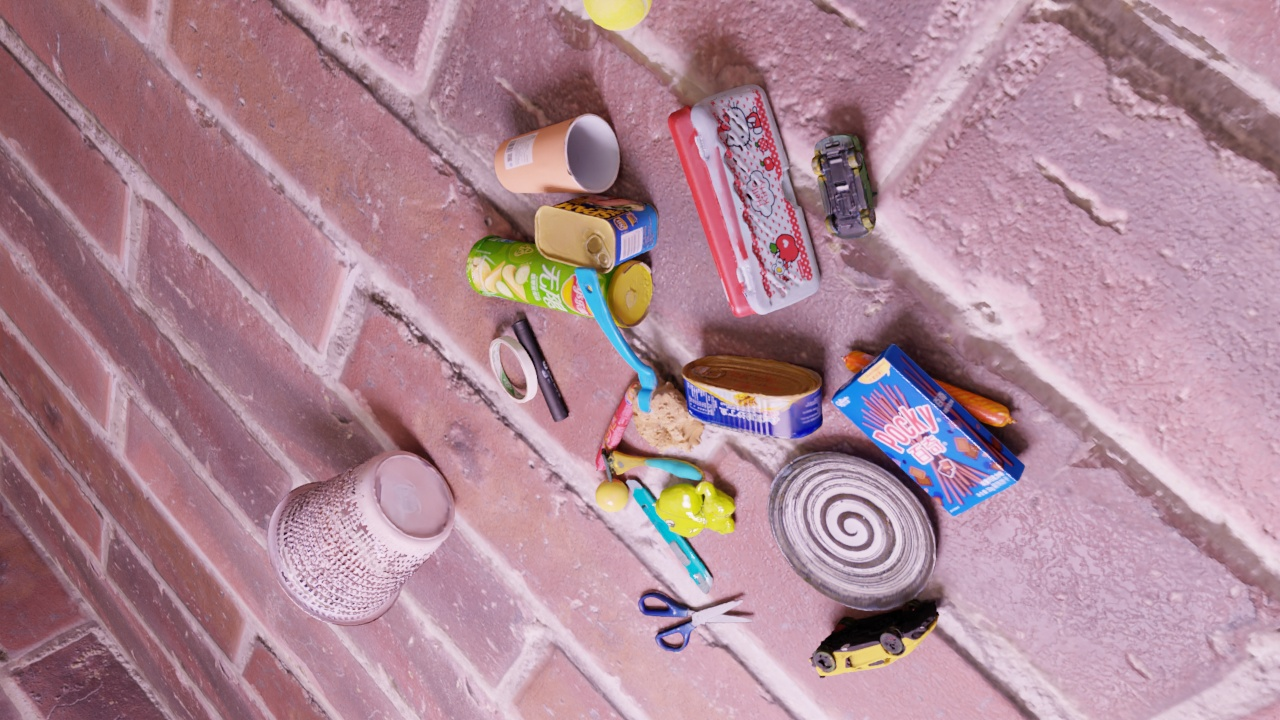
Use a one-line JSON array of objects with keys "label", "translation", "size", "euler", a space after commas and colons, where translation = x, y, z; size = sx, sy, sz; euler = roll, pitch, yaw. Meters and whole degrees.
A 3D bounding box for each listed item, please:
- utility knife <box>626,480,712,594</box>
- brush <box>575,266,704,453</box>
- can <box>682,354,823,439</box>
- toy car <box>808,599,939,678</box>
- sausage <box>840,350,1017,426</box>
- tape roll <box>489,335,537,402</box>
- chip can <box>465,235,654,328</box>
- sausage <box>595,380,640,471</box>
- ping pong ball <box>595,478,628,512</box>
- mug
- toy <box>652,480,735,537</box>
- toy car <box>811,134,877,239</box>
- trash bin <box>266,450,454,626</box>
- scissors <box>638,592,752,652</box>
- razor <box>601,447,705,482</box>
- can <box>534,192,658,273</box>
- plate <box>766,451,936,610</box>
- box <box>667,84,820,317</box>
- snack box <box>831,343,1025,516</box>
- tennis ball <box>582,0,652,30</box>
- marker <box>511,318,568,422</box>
[{"label": "utility knife", "translation": [0.034, 0.207, 1.086], "size": [0.164, 0.013, 0.029], "euler": [53, 129, 5]}, {"label": "brush", "translation": [-0.006, 0.006, 0.952], "size": [0.083, 0.045, 0.255], "euler": [10, 140, 42]}, {"label": "can", "translation": [0.110, 0.035, 0.910], "size": [0.148, 0.074, 0.049], "euler": [10, 119, 35]}, {"label": "toy car", "translation": [0.237, 0.284, 0.927], "size": [0.156, 0.071, 0.041], "euler": [-35, 86, 41]}, {"label": "sausage", "translation": [0.256, 0.025, 0.827], "size": [0.165, 0.021, 0.021], "euler": [24, 123, 28]}, {"label": "tape roll", "translation": [-0.157, 0.011, 1.129], "size": [0.086, 0.013, 0.086], "euler": [33, 136, 38]}, {"label": "chip can", "translation": [-0.095, -0.090, 1.010], "size": [0.222, 0.072, 0.073], "euler": [13, 118, 32]}, {"label": "sausage", "translation": [-0.026, 0.077, 1.069], "size": [0.020, 0.020, 0.156], "euler": [38, 128, 18]}, {"label": "ping pong ball", "translation": [-0.034, 0.162, 1.100], "size": [0.040, 0.040, 0.040], "euler": [16, 119, 31]}, {"label": "mug", "translation": [-0.092, -0.209, 0.955], "size": [0.123, 0.078, 0.078], "euler": [3, 112, 41]}, {"label": "toy", "translation": [0.061, 0.167, 1.034], "size": [0.100, 0.031, 0.097], "euler": [15, 130, 23]}, {"label": "toy car", "translation": [0.179, -0.151, 0.795], "size": [0.043, 0.036, 0.091], "euler": [-4, 107, 37]}, {"label": "trash bin", "translation": [-0.378, 0.234, 1.301], "size": [0.193, 0.226, 0.227], "euler": [-36, 86, 29]}, {"label": "scissors", "translation": [0.068, 0.320, 1.112], "size": [0.171, 0.012, 0.141], "euler": [15, 120, 33]}, {"label": "razor", "translation": [0.016, 0.123, 1.050], "size": [0.133, 0.028, 0.043], "euler": [2, 118, 30]}, {"label": "can", "translation": [-0.044, -0.135, 0.943], "size": [0.102, 0.083, 0.057], "euler": [18, 120, 30]}, {"label": "plate", "translation": [0.212, 0.169, 0.927], "size": [0.180, 0.024, 0.180], "euler": [16, 120, 30]}, {"label": "box", "translation": [0.101, -0.146, 0.844], "size": [0.099, 0.095, 0.201], "euler": [-18, 101, 5]}, {"label": "snack box", "translation": [0.254, 0.065, 0.822], "size": [0.157, 0.026, 0.085], "euler": [44, 141, 4]}, {"label": "tennis ball", "translation": [-0.021, -0.338, 0.844], "size": [0.065, 0.065, 0.065], "euler": [16, 119, 31]}, {"label": "marker", "translation": [-0.122, 0.013, 1.113], "size": [0.022, 0.020, 0.132], "euler": [-20, 97, 32]}]
